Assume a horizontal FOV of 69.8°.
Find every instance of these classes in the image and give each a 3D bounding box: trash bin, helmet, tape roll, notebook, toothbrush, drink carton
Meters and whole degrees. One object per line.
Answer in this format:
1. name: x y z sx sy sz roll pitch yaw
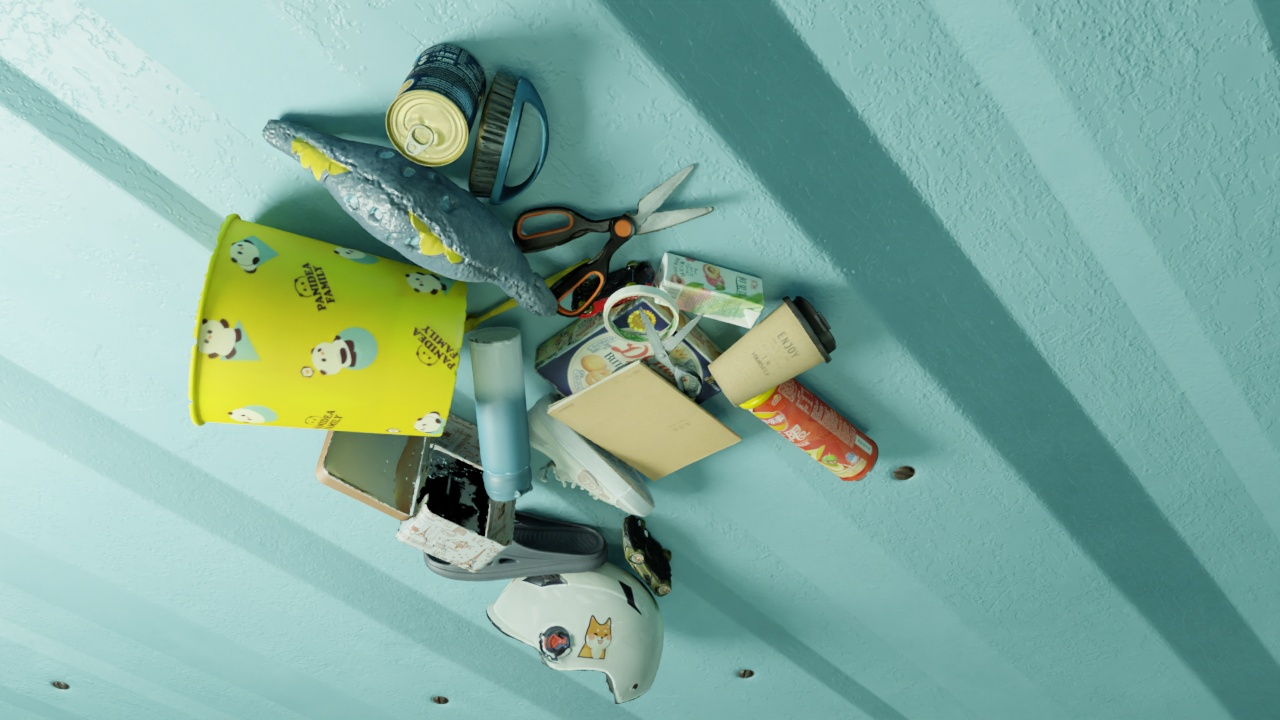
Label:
1. trash bin: -0.334 -0.023 1.011 0.255 0.229 0.230 10 131 -15
2. helmet: -0.078 0.379 1.388 0.274 0.230 0.157 30 88 -2
3. tape roll: 0.001 -0.051 1.045 0.086 0.013 0.086 2 138 2
4. notebook: 0.008 0.081 1.167 0.150 0.012 0.211 -28 133 29
5. toothbrush: -0.138 -0.078 1.090 0.190 0.016 0.016 -25 126 19
6. drink carton: 0.079 -0.079 1.062 0.122 0.053 0.046 14 134 -12

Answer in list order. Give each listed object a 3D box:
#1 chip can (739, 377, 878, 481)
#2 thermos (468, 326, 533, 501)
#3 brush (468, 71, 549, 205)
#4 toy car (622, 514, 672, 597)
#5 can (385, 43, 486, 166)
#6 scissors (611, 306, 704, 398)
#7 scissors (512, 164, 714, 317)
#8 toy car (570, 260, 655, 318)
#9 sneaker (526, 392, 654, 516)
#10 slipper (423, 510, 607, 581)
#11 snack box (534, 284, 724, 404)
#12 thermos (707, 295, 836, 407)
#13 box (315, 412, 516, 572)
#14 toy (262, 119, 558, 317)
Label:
1. chip can: 0.218 0.080 1.192 0.216 0.073 0.073 35 123 -27
2. thermos: -0.173 0.069 1.138 0.070 0.070 0.221 -1 110 1
3. brush: -0.131 -0.219 0.935 0.073 0.055 0.144 16 130 -10
4. toy car: 0.008 0.295 1.388 0.042 0.070 0.158 -19 126 18
5. can: -0.192 -0.246 0.876 0.075 0.111 0.075 1 131 1
6. scissors: 0.028 -0.003 1.079 0.159 0.014 0.182 28 135 -31
7. scissors: -0.032 -0.130 1.016 0.224 0.021 0.205 8 108 5
8. toy car: -0.031 -0.081 1.063 0.106 0.049 0.031 -21 130 18
9. sneaker: -0.078 0.149 1.239 0.091 0.089 0.242 -38 119 11
10. slipper: -0.180 0.256 1.342 0.268 0.110 0.083 1 116 -7
11. snack box: -0.007 0.007 1.144 0.183 0.045 0.178 -32 125 26
12. thermos: 0.155 -0.009 1.081 0.143 0.093 0.093 -34 125 8
13. box: -0.285 0.140 1.178 0.260 0.176 0.082 31 124 -27
14. toy: -0.223 -0.147 0.942 0.356 0.138 0.091 33 83 -17
